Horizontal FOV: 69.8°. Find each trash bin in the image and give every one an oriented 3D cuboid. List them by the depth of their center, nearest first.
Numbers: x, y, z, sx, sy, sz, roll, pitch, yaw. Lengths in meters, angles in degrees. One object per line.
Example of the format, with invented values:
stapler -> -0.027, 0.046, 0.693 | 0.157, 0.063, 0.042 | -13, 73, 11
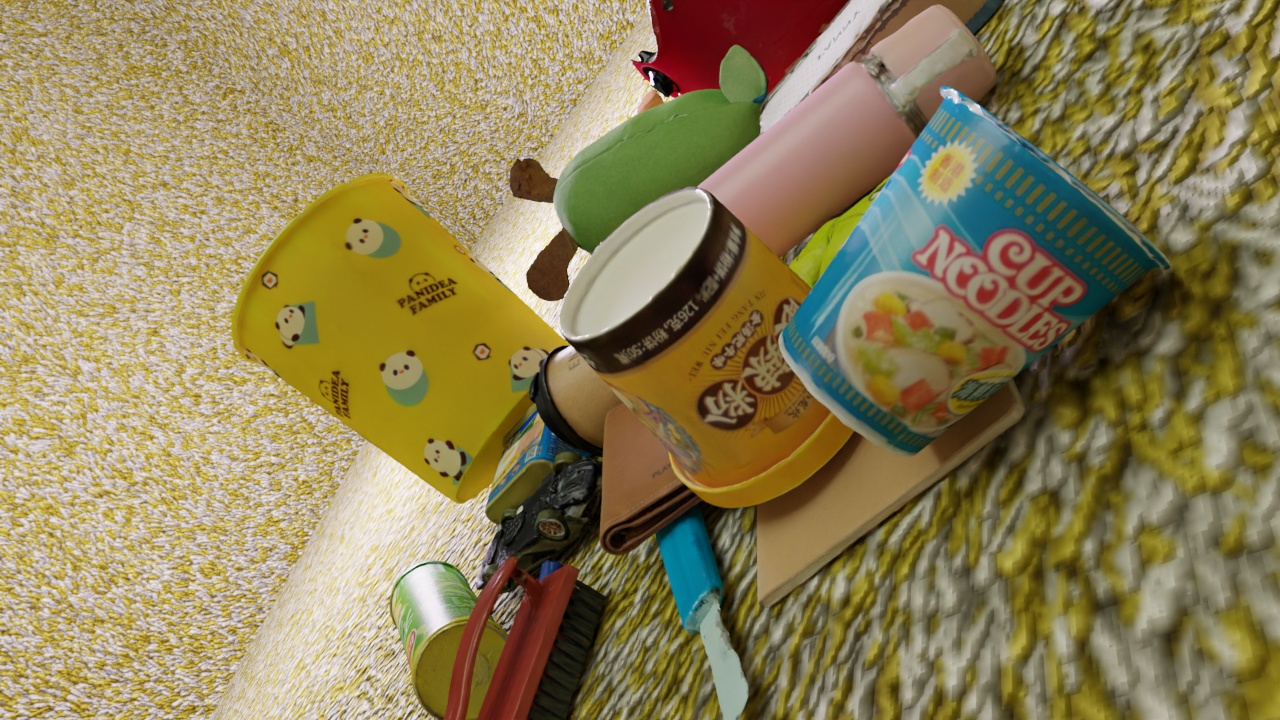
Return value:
trash bin -> -0.211, -0.013, 0.884 | 0.229, 0.255, 0.230 | -51, -8, -10

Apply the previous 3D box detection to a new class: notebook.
notebook -> 0.106, 0.005, 0.457 | 0.148, 0.008, 0.207 | -47, 19, 31

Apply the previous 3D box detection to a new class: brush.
brush -> -0.078, 0.189, 0.536 | 0.063, 0.069, 0.145 | -41, 23, 47

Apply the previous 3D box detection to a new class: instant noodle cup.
instant noodle cup -> 0.112, -0.026, 0.338 | 0.110, 0.099, 0.099 | -52, 17, 21
instant noodle cup -> 0.033, -0.010, 0.436 | 0.119, 0.114, 0.118 | -35, 28, 22

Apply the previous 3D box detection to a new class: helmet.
helmet -> 0.102, -0.307, 0.826 | 0.206, 0.144, 0.240 | -51, 0, -14

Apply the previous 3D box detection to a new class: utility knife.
utility knife -> 0.027, 0.110, 0.467 | 0.034, 0.018, 0.218 | -52, 15, 11

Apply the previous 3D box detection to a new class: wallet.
wallet -> 0.025, 0.043, 0.546 | 0.119, 0.035, 0.130 | -40, 21, 18

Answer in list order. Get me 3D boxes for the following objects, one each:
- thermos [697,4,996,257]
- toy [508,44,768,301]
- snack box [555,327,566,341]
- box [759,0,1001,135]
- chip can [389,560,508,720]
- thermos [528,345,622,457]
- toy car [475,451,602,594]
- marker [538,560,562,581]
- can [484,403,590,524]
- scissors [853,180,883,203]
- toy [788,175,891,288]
thermos -> 0.103, -0.115, 0.524 | 0.199, 0.067, 0.087 | -36, 3, 20
toy -> 0.004, -0.150, 0.760 | 0.247, 0.090, 0.226 | -22, 53, 20
snack box -> -0.102, 0.016, 1.011 | 0.155, 0.027, 0.077 | -59, 16, -7
box -> 0.159, -0.208, 0.620 | 0.185, 0.061, 0.089 | -44, 21, 34
chip can -> -0.151, 0.208, 0.709 | 0.072, 0.072, 0.221 | -60, 16, -10
thermos -> -0.004, 0.004, 0.648 | 0.144, 0.093, 0.092 | -38, 24, 31
toy car -> -0.078, 0.128, 0.701 | 0.159, 0.042, 0.070 | -43, 21, 38
marker -> -0.075, 0.196, 0.610 | 0.017, 0.017, 0.145 | -44, 21, 38
can -> -0.082, 0.087, 0.768 | 0.102, 0.057, 0.083 | -46, 22, 36
scissors -> 0.084, -0.089, 0.612 | 0.143, 0.019, 0.180 | -33, 15, -26
toy -> 0.114, -0.062, 0.487 | 0.096, 0.031, 0.100 | -55, 11, -5
